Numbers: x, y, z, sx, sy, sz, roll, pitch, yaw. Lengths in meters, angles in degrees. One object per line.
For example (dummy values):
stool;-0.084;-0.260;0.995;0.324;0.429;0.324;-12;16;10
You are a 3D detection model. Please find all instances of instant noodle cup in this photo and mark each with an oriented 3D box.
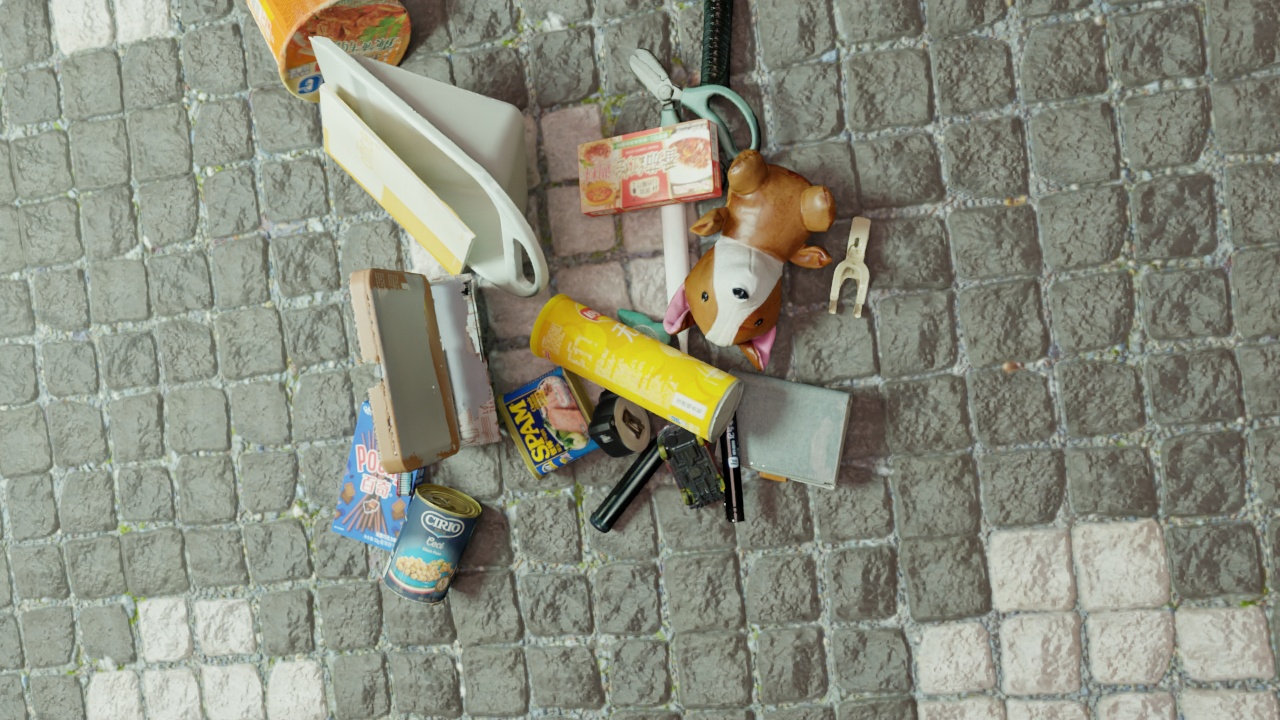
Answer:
instant noodle cup;-0.337;-0.367;0.973;0.151;0.151;0.111;-38;77;10

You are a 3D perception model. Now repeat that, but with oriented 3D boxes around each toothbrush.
toothbrush;0.018;0.097;0.972;0.027;0.026;0.213;43;103;19
toothbrush;0.042;-0.068;0.966;0.027;0.026;0.221;-3;92;53
toothbrush;-0.256;0.057;1.011;0.017;0.016;0.187;0;74;-3

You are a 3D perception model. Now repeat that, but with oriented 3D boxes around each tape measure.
tape measure;-0.020;0.068;0.961;0.034;0.065;0.066;-18;129;34

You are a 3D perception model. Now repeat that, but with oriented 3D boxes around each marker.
marker;0.092;0.099;0.939;0.022;0.020;0.132;-6;90;56

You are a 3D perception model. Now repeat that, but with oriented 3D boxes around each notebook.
notebook;-0.254;-0.178;0.953;0.206;0.146;0.010;45;69;-4

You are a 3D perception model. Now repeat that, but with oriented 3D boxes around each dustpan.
dustpan;-0.202;-0.166;0.910;0.258;0.223;0.142;12;65;1

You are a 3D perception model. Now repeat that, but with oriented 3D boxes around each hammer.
hammer;0.082;-0.427;0.939;0.129;0.032;0.301;3;93;11

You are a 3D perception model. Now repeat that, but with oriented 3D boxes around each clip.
clip;0.214;-0.086;0.932;0.035;0.096;0.101;8;52;11

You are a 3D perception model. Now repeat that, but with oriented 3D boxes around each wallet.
wallet;0.146;0.072;0.944;0.130;0.037;0.106;12;98;24

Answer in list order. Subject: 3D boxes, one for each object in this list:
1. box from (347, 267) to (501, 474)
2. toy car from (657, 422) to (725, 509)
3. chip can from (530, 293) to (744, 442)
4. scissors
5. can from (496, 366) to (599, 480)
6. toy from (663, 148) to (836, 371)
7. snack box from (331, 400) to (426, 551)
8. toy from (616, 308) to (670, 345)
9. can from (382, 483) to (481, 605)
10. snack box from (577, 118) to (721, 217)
box;-0.200;0.006;0.889;0.102;0.261;0.178;-10;90;-9
toy car;0.053;0.106;0.954;0.049;0.031;0.106;-23;115;7
chip can;-0.005;0.005;0.923;0.213;0.072;0.072;26;97;19
scissors;0.061;-0.263;0.932;0.130;0.019;0.185;-19;100;30
can;-0.093;0.064;0.984;0.083;0.057;0.102;-27;87;9
toy;0.110;-0.096;0.910;0.140;0.130;0.200;27;106;0
snack box;-0.291;0.131;1.040;0.084;0.026;0.157;16;96;10
toy;0.005;0.000;0.974;0.096;0.030;0.092;23;101;17
can;-0.229;0.201;1.007;0.075;0.075;0.111;24;97;9
snack box;0.007;-0.197;0.946;0.153;0.025;0.075;-4;88;27
